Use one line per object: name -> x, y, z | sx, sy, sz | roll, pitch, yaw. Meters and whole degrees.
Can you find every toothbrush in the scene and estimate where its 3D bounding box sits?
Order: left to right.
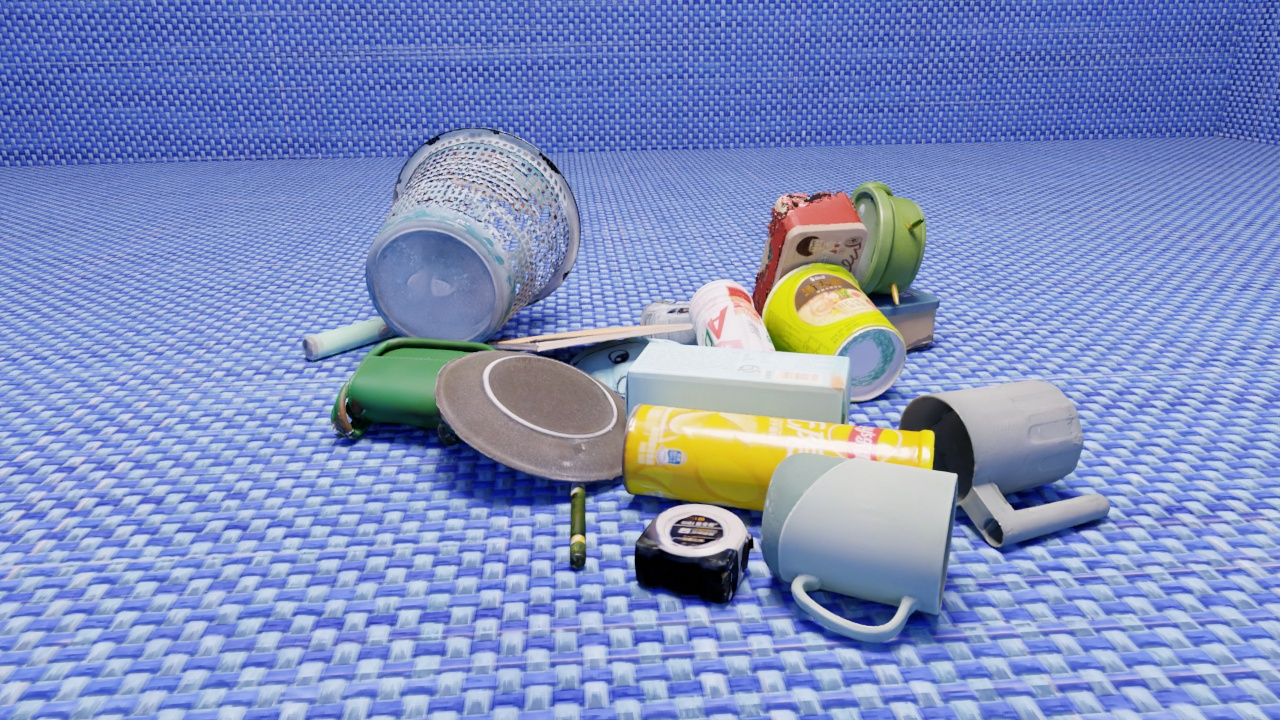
toothbrush -> -0.290, -0.041, 1.067 | 0.027, 0.026, 0.223 | 19, 27, 34
toothbrush -> -0.049, 0.100, 0.680 | 0.017, 0.012, 0.185 | -8, 20, -1

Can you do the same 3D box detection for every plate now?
plate -> -0.076, 0.035, 0.741 | 0.179, 0.024, 0.179 | 19, 26, -10

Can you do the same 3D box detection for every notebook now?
notebook -> -0.057, -0.024, 0.913 | 0.149, 0.012, 0.212 | -8, 4, -20

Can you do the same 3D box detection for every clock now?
clock -> 0.251, -0.129, 0.988 | 0.056, 0.116, 0.161 | 7, 22, -11

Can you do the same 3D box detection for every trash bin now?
trash bin -> -0.194, -0.116, 0.996 | 0.227, 0.227, 0.194 | 2, 29, 8

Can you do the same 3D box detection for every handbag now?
handbag -> -0.192, 0.033, 0.809 | 0.131, 0.068, 0.120 | 6, 29, 16

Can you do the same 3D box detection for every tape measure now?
tape measure -> 0.036, 0.121, 0.585 | 0.066, 0.034, 0.065 | 10, 25, 24

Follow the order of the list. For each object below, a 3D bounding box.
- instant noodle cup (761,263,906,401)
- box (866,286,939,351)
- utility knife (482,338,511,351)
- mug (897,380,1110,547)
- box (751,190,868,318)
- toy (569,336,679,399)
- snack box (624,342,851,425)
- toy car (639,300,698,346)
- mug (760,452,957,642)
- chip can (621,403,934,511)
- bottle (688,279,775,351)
instant noodle cup -> 0.193, -0.022, 0.888 | 0.111, 0.112, 0.123 | -7, 28, -15
box -> 0.256, -0.057, 1.038 | 0.089, 0.061, 0.184 | -11, 20, -23
utility knife -> -0.182, -0.012, 0.996 | 0.214, 0.015, 0.033 | -10, 24, -26
mug -> 0.263, 0.073, 0.663 | 0.103, 0.084, 0.124 | -8, 48, -22
box -> 0.170, -0.098, 0.972 | 0.091, 0.169, 0.076 | -4, 48, -11
toy -> -0.005, 0.005, 0.890 | 0.156, 0.050, 0.161 | -1, 19, -19
snack box -> 0.079, 0.025, 0.736 | 0.175, 0.052, 0.074 | 5, 19, 14
toy car -> 0.059, -0.037, 0.999 | 0.120, 0.054, 0.036 | -2, 17, -7
mug -> 0.129, 0.113, 0.552 | 0.106, 0.082, 0.111 | 7, 53, 21
chip can -> 0.097, 0.074, 0.656 | 0.214, 0.072, 0.071 | 6, 21, 17
bottle -> 0.094, -0.007, 0.877 | 0.068, 0.068, 0.196 | -3, 32, -6
